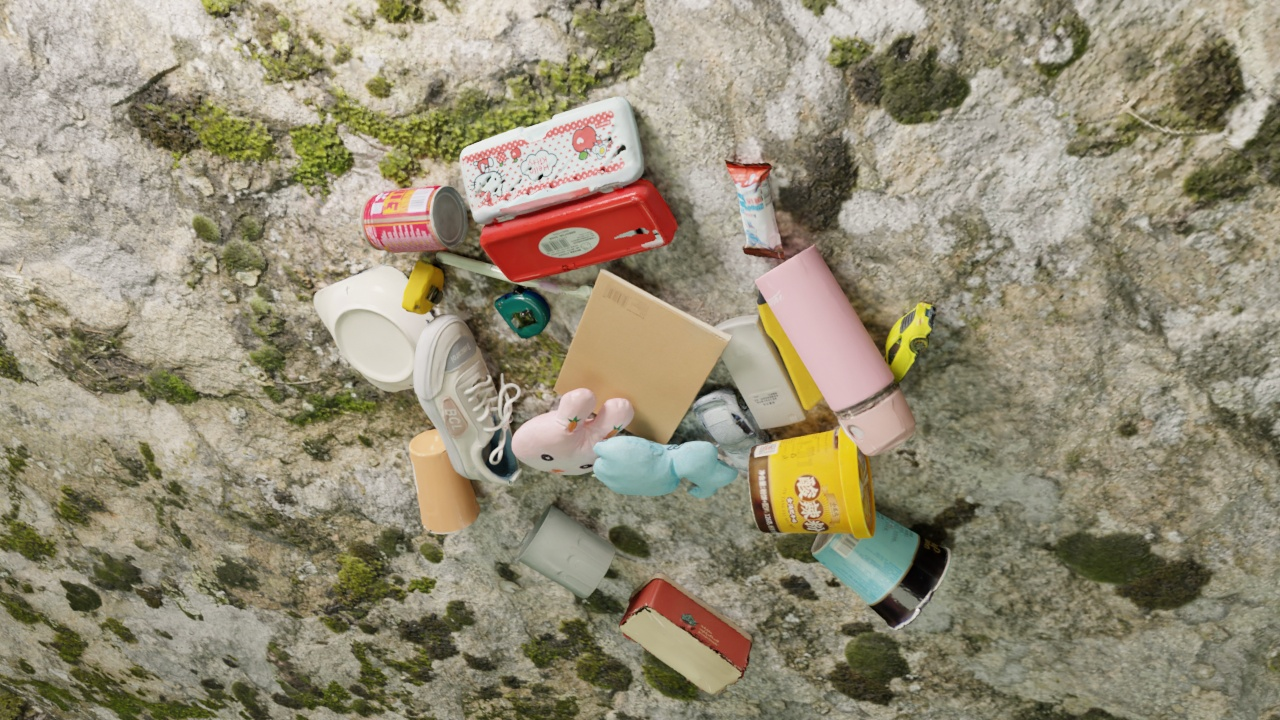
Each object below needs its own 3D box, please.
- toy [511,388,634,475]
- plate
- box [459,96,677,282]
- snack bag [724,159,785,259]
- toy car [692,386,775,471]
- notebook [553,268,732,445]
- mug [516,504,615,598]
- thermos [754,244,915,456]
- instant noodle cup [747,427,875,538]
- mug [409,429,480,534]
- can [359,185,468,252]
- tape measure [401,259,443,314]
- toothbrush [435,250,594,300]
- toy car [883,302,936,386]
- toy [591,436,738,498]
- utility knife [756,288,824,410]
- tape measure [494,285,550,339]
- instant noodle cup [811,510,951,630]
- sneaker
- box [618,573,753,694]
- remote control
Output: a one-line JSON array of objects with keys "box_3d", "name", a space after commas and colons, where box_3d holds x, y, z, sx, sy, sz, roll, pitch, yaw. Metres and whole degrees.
[{"box_3d": [-0.078, 0.085, 1.060, 0.121, 0.054, 0.160, 14, 140, -24], "name": "toy"}, {"box_3d": [-0.313, -0.027, 1.106, 0.165, 0.034, 0.163, -16, 118, 32], "name": "plate"}, {"box_3d": [-0.077, -0.158, 0.897, 0.201, 0.064, 0.160, -10, 117, 27], "name": "box"}, {"box_3d": [0.108, -0.140, 0.852, 0.048, 0.026, 0.104, 10, 129, 31], "name": "snack bag"}, {"box_3d": [0.106, 0.081, 1.013, 0.054, 0.036, 0.120, -25, 116, 34], "name": "toy car"}, {"box_3d": [-0.006, 0.006, 1.000, 0.149, 0.012, 0.212, 28, 138, 2], "name": "notebook"}, {"box_3d": [-0.101, 0.254, 1.210, 0.103, 0.083, 0.124, 33, 157, -5], "name": "mug"}, {"box_3d": [0.181, -0.006, 0.864, 0.198, 0.067, 0.087, 58, 158, -2], "name": "thermos"}, {"box_3d": [0.178, 0.128, 0.955, 0.115, 0.118, 0.118, -7, 122, 19], "name": "instant noodle cup"}, {"box_3d": [-0.260, 0.155, 1.198, 0.078, 0.078, 0.123, 4, 121, 20], "name": "mug"}, {"box_3d": [-0.238, -0.147, 0.962, 0.094, 0.066, 0.066, -1, 125, 23], "name": "can"}, {"box_3d": [-0.238, -0.079, 1.020, 0.029, 0.057, 0.060, 23, 91, 7], "name": "tape measure"}, {"box_3d": [-0.136, -0.093, 0.993, 0.190, 0.020, 0.029, 14, 161, 14], "name": "toothbrush"}, {"box_3d": [0.248, -0.010, 0.876, 0.032, 0.048, 0.105, 24, 131, 6], "name": "toy car"}, {"box_3d": [0.019, 0.125, 1.057, 0.157, 0.049, 0.161, -24, 134, 24], "name": "toy"}, {"box_3d": [0.152, -0.013, 0.932, 0.033, 0.015, 0.154, -21, 117, 11], "name": "utility knife"}, {"box_3d": [-0.128, -0.052, 1.016, 0.055, 0.025, 0.058, -22, 115, 35], "name": "tape measure"}, {"box_3d": [0.259, 0.217, 1.014, 0.120, 0.111, 0.111, 35, 131, 5], "name": "instant noodle cup"}, {"box_3d": [-0.193, 0.058, 1.079, 0.091, 0.089, 0.243, 18, 135, 29], "name": "sneaker"}, {"box_3d": [0.058, 0.373, 1.224, 0.168, 0.077, 0.092, 37, 129, -6], "name": "box"}, {"box_3d": [0.125, 0.013, 0.963, 0.056, 0.019, 0.135, -16, 118, 31], "name": "remote control"}]
